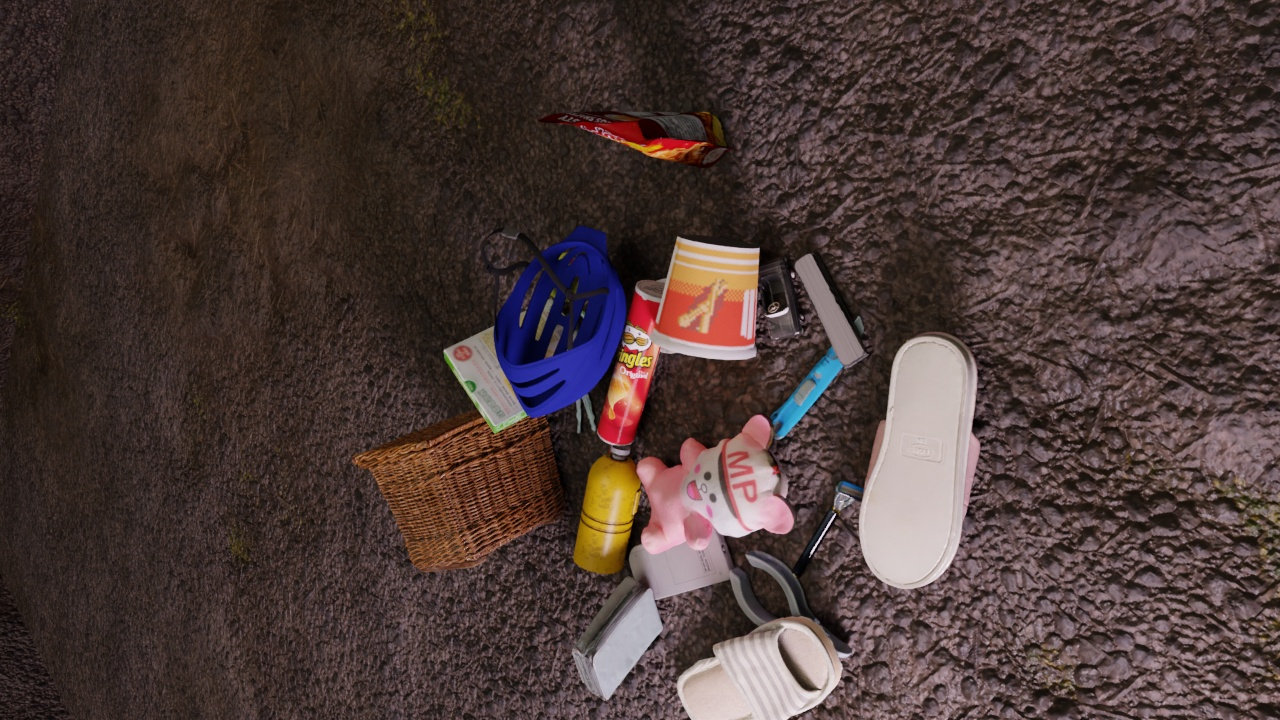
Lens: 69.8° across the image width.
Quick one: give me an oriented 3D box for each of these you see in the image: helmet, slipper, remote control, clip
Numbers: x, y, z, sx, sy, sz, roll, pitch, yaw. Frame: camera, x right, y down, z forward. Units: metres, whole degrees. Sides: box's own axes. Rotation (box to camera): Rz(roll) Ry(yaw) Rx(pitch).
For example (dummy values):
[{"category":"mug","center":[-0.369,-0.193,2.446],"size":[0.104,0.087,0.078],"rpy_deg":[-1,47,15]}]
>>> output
[{"category":"helmet","center":[-0.118,-0.059,1.096],"size":[0.148,0.227,0.241],"rpy_deg":[21,84,30]},{"category":"slipper","center":[0.127,0.379,1.084],"size":[0.114,0.053,0.274],"rpy_deg":[56,135,11]},{"category":"remote control","center":[0.209,-0.057,1.013],"size":[0.033,0.013,0.136],"rpy_deg":[-37,67,34]},{"category":"remote control","center":[0.050,0.257,1.172],"size":[0.151,0.019,0.074],"rpy_deg":[-26,78,36]},{"category":"clip","center":[0.180,0.284,1.066],"size":[0.163,0.028,0.115],"rpy_deg":[50,123,22]},{"category":"slipper","center":[0.290,0.105,0.945],"size":[0.114,0.054,0.274],"rpy_deg":[17,108,36]}]

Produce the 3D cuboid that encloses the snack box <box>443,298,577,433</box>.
[{"category":"snack box","center":[-0.153,0.004,1.210],"size":[0.132,0.167,0.027],"rpy_deg":[53,155,21]}]

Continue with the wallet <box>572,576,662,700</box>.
[{"category":"wallet","center":[-0.030,0.350,1.158],"size":[0.054,0.131,0.100],"rpy_deg":[11,132,32]}]

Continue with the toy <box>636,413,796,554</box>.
[{"category":"toy","center":[0.087,0.154,1.088],"size":[0.214,0.084,0.141],"rpy_deg":[-27,55,39]}]

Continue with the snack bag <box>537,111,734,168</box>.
[{"category":"snack bag","center":[0.005,-0.264,1.039],"size":[0.139,0.207,0.067],"rpy_deg":[23,108,34]}]

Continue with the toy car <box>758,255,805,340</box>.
[{"category":"toy car","center":[0.157,-0.071,1.045],"size":[0.040,0.037,0.092],"rpy_deg":[-14,85,38]}]

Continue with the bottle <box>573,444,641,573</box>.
[{"category":"bottle","center":[-0.040,0.190,1.207],"size":[0.071,0.070,0.164],"rpy_deg":[21,107,35]}]

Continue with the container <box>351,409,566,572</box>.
[{"category":"container","center":[-0.223,0.165,1.251],"size":[0.163,0.249,0.183],"rpy_deg":[-15,94,38]}]

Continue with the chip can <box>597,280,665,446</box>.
[{"category":"chip can","center":[-0.007,0.007,1.154],"size":[0.052,0.051,0.215],"rpy_deg":[34,122,31]}]

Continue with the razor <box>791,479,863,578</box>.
[{"category":"razor","center":[0.209,0.192,1.041],"size":[0.043,0.022,0.145],"rpy_deg":[23,118,-7]}]

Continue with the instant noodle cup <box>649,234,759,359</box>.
[{"category":"instant noodle cup","center":[0.080,-0.076,1.046],"size":[0.123,0.123,0.121],"rpy_deg":[18,107,36]}]

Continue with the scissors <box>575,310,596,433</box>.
[{"category":"scissors","center":[-0.093,0.018,1.270],"size":[0.093,0.032,0.175],"rpy_deg":[-2,89,36]}]

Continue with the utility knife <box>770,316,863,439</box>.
[{"category":"utility knife","center":[0.196,0.024,1.038],"size":[0.031,0.015,0.186],"rpy_deg":[47,119,25]}]

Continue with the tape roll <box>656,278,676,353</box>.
[{"category":"tape roll","center":[0.038,-0.056,1.153],"size":[0.094,0.018,0.094],"rpy_deg":[4,97,38]}]

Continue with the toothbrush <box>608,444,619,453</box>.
[{"category":"toothbrush","center":[-0.055,0.198,1.251],"size":[0.016,0.016,0.190],"rpy_deg":[24,109,36]}]

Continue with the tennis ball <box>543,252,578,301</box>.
[{"category":"tennis ball","center":[-0.098,-0.112,1.226],"size":[0.065,0.065,0.065],"rpy_deg":[4,97,38]}]
